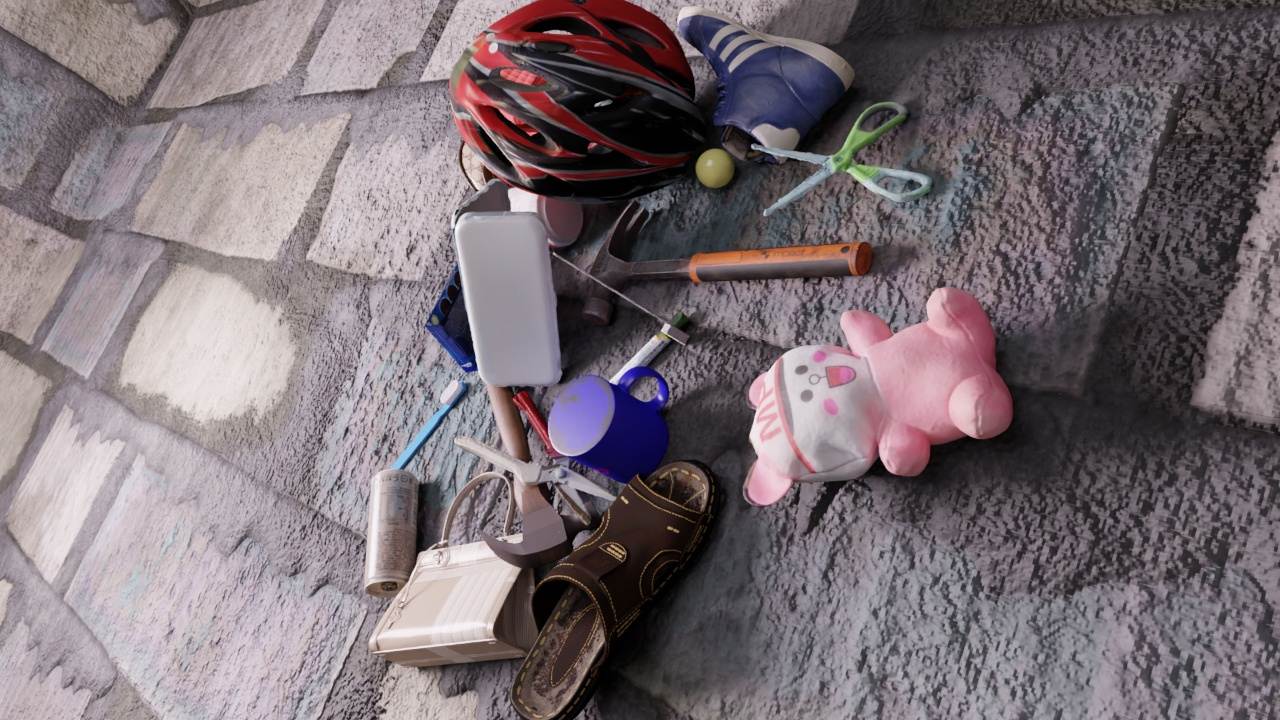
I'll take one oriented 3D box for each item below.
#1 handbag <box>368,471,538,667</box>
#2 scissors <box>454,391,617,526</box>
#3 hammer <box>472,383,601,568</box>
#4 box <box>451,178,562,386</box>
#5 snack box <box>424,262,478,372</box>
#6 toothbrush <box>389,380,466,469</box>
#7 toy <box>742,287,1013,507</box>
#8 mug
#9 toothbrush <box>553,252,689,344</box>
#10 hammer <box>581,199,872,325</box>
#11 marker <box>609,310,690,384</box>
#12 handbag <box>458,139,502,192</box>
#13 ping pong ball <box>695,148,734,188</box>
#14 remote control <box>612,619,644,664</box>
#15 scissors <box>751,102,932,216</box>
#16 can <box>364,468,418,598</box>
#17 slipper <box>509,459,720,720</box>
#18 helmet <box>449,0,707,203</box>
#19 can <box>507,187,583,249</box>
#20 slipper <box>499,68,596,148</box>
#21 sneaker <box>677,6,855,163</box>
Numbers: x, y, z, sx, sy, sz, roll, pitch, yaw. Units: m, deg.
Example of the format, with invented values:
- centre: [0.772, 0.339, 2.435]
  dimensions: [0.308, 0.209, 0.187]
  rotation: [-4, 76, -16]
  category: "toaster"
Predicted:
- centre: [-0.174, 0.205, 0.944]
  dimensions: [0.176, 0.062, 0.197]
  rotation: [-17, 48, 33]
  category: "handbag"
- centre: [-0.104, 0.094, 0.912]
  dimensions: [0.179, 0.015, 0.186]
  rotation: [-5, 44, 9]
  category: "scissors"
- centre: [-0.134, 0.082, 0.967]
  dimensions: [0.115, 0.033, 0.322]
  rotation: [-23, 44, -3]
  category: "hammer"
- centre: [-0.139, -0.089, 0.981]
  dimensions: [0.106, 0.216, 0.124]
  rotation: [-1, 35, -1]
  category: "box"
- centre: [-0.187, -0.068, 1.050]
  dimensions: [0.027, 0.082, 0.149]
  rotation: [-5, 47, 29]
  category: "snack box"
- centre: [-0.265, 0.089, 1.102]
  dimensions: [0.167, 0.014, 0.016]
  rotation: [-50, 45, 8]
  category: "toothbrush"
- centre: [0.173, 0.034, 0.711]
  dimensions: [0.214, 0.084, 0.141]
  rotation: [-23, 51, 28]
  category: "toy"
- centre: [-0.020, 0.053, 0.863]
  dimensions: [0.111, 0.083, 0.079]
  rotation: [-51, 45, 5]
  category: "mug"
- centre: [-0.016, -0.054, 0.850]
  dimensions: [0.010, 0.181, 0.010]
  rotation: [30, 90, 51]
  category: "toothbrush"
- centre: [0.079, -0.104, 0.903]
  dimensions: [0.315, 0.035, 0.137]
  rotation: [2, 68, 40]
  category: "hammer"
- centre: [-0.005, 0.005, 0.925]
  dimensions: [0.146, 0.017, 0.017]
  rotation: [-45, 46, 11]
  category: "marker"
- centre: [-0.152, -0.275, 1.186]
  dimensions: [0.166, 0.063, 0.138]
  rotation: [-43, 63, 9]
  category: "handbag"
- centre: [0.077, -0.199, 0.951]
  dimensions: [0.040, 0.040, 0.040]
  rotation: [-20, 55, 31]
  category: "ping pong ball"
- centre: [-0.046, 0.241, 0.833]
  dimensions: [0.125, 0.009, 0.046]
  rotation: [4, 69, 42]
  category: "remote control"
- centre: [0.184, -0.177, 0.831]
  dimensions: [0.171, 0.023, 0.167]
  rotation: [-39, 64, -6]
  category: "scissors"
- centre: [-0.278, 0.192, 1.028]
  dimensions: [0.054, 0.054, 0.135]
  rotation: [-26, 53, 28]
  category: "can"
- centre: [-0.030, 0.192, 0.790]
  dimensions: [0.113, 0.076, 0.267]
  rotation: [28, 79, 45]
  category: "slipper"
- centre: [-0.060, -0.258, 0.947]
  dimensions: [0.218, 0.271, 0.166]
  rotation: [-58, 45, 41]
  category: "helmet"
- centre: [-0.139, -0.167, 1.091]
  dimensions: [0.136, 0.078, 0.078]
  rotation: [-4, 65, 39]
  category: "can"
- centre: [-0.123, -0.323, 1.124]
  dimensions: [0.249, 0.059, 0.103]
  rotation: [36, 85, 25]
  category: "slipper"
- centre: [0.097, -0.276, 0.949]
  dimensions: [0.233, 0.091, 0.118]
  rotation: [34, 93, 37]
  category: "sneaker"
